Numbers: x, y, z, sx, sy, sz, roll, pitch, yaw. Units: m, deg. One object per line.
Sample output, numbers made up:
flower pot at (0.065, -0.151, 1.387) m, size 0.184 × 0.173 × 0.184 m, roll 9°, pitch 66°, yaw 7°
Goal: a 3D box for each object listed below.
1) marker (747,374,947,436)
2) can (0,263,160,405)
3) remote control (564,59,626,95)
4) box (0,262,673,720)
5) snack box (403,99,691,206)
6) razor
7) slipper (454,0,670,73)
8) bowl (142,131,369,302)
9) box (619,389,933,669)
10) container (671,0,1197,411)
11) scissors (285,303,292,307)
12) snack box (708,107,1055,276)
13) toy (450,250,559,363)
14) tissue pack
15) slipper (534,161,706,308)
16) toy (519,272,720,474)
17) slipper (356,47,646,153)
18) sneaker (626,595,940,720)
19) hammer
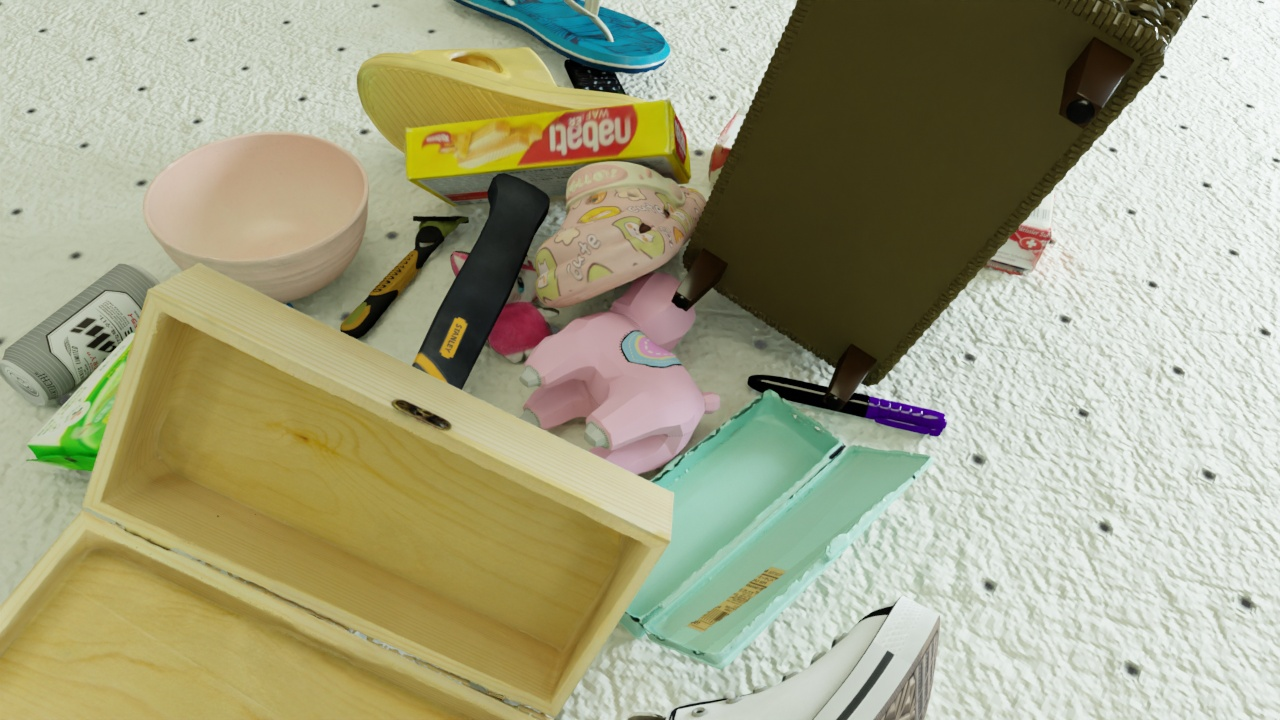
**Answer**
marker at (0.138, 0.029, 0.617) m, size 0.134 × 0.015 × 0.018 m, roll 13°, pitch 46°, yaw 8°
can at (-0.372, -0.020, 0.617) m, size 0.044 × 0.044 × 0.106 m, roll 21°, pitch 50°, yaw 15°
remote control at (-0.033, -0.236, 0.845) m, size 0.045 × 0.021 × 0.140 m, roll -6°, pitch 47°, yaw -18°
box at (-0.146, 0.118, 0.421) m, size 0.247 × 0.119 × 0.252 m, roll 27°, pitch 74°, yaw -6°
snack box at (-0.067, -0.153, 0.692) m, size 0.201 × 0.092 × 0.042 m, roll -3°, pitch 86°, yaw 12°
razor at (-0.180, -0.065, 0.684) m, size 0.044 × 0.021 × 0.143 m, roll 4°, pitch 44°, yaw 25°
slipper at (-0.084, -0.363, 0.923) m, size 0.295 × 0.060 × 0.118 m, roll 32°, pitch 40°, yaw 28°
bowl at (-0.269, -0.094, 0.668) m, size 0.153 × 0.076 × 0.152 m, roll 2°, pitch 48°, yaw -3°
box at (0.064, 0.093, 0.533) m, size 0.186 × 0.055 × 0.138 m, roll -34°, pitch 41°, yaw -28°
container at (0.156, -0.136, 0.546) m, size 0.176 × 0.322 × 0.204 m, roll 34°, pitch 55°, yaw 7°
scissors at (-0.255, 0.006, 0.623) m, size 0.125 × 0.013 × 0.126 m, roll 6°, pitch 45°, yaw 1°
snack box at (0.195, -0.143, 0.760) m, size 0.273 × 0.044 × 0.076 m, roll 18°, pitch 44°, yaw 12°
toy at (-0.095, -0.048, 0.657) m, size 0.065 × 0.050 × 0.102 m, roll -11°, pitch 54°, yaw -19°
tissue pack at (-0.307, 0.024, 0.565) m, size 0.100 × 0.034 × 0.113 m, roll -1°, pitch 46°, yaw 26°
slipper at (-0.014, -0.102, 0.645) m, size 0.093 × 0.081 × 0.196 m, roll -18°, pitch 13°, yaw 30°
toy at (-0.004, 0.004, 0.601) m, size 0.123 × 0.067 × 0.157 m, roll 37°, pitch 52°, yaw 25°
slipper at (-0.098, -0.205, 0.766) m, size 0.263 × 0.100 × 0.078 m, roll 11°, pitch 46°, yaw 1°
sneaker at (0.044, 0.190, 0.429) m, size 0.244 × 0.091 × 0.097 m, roll -35°, pitch 44°, yaw -28°
hammer at (-0.129, 0.000, 0.570) m, size 0.139 × 0.035 × 0.311 m, roll 25°, pitch 57°, yaw -11°
